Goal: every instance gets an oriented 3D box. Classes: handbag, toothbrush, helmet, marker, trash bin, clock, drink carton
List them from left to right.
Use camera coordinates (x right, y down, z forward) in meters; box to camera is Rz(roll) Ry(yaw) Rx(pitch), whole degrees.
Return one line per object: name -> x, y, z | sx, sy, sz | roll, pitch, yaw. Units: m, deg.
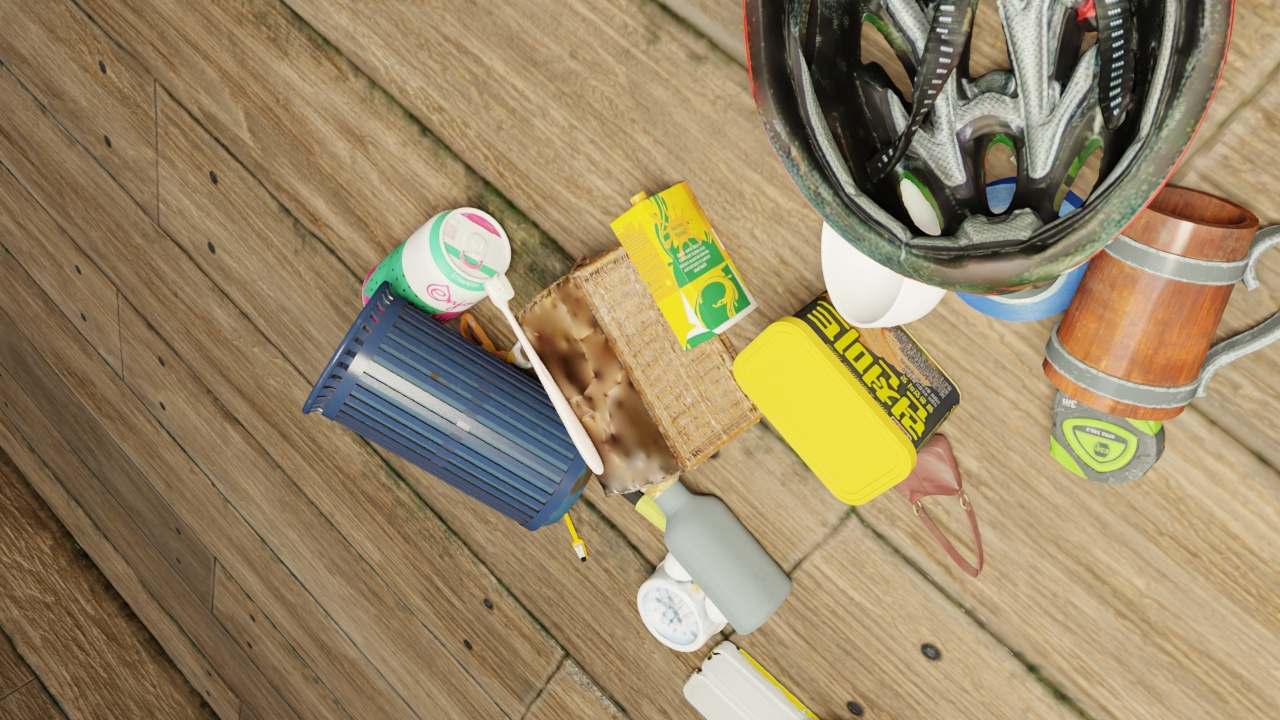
trash bin -> -0.166, 0.050, 0.857 | 0.249, 0.139, 0.140 | 32, 138, -13
toothbrush -> -0.074, 0.012, 0.733 | 0.018, 0.015, 0.181 | -26, 94, 41
toothbrush -> -0.093, 0.133, 0.980 | 0.030, 0.031, 0.197 | -110, 0, -69
marker -> -0.007, 0.131, 0.909 | 0.124, 0.017, 0.021 | 36, 100, 22
drink carton -> 0.033, -0.077, 0.717 | 0.041, 0.058, 0.122 | -26, 96, 47
clock -> 0.048, 0.230, 0.896 | 0.089, 0.051, 0.126 | 44, 133, 14
handbag -> 0.228, 0.113, 0.687 | 0.055, 0.029, 0.119 | -19, 106, 44
helmet -> 0.167, -0.170, 0.460 | 0.218, 0.166, 0.272 | -4, 103, 28

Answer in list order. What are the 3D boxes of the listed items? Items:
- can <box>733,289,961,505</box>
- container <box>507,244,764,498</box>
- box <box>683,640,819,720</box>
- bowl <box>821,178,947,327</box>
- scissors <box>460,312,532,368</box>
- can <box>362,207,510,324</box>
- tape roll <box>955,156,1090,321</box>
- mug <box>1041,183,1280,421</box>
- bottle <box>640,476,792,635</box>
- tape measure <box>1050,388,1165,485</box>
can -> 0.147, 0.016, 0.641 | 0.131, 0.100, 0.073 | 50, 137, 7
container -> -0.005, 0.005, 0.761 | 0.114, 0.112, 0.198 | -28, 93, 47
box -> 0.138, 0.382, 0.929 | 0.209, 0.023, 0.127 | 39, 133, 16
bowl -> 0.164, -0.074, 0.589 | 0.105, 0.054, 0.105 | 176, 90, -72
scissors -> -0.143, -0.003, 0.953 | 0.125, 0.011, 0.129 | 54, 137, 2
can -> -0.202, -0.083, 0.901 | 0.166, 0.088, 0.088 | -25, 97, 47
tape roll -> 0.235, -0.069, 0.573 | 0.091, 0.016, 0.093 | 46, 136, 10
mug -> 0.299, -0.031, 0.506 | 0.117, 0.081, 0.111 | 12, 121, 8
bottle -> 0.062, 0.162, 0.826 | 0.161, 0.072, 0.046 | 49, 131, 8
tape measure -> 0.294, 0.046, 0.578 | 0.066, 0.035, 0.059 | 20, 117, 36
